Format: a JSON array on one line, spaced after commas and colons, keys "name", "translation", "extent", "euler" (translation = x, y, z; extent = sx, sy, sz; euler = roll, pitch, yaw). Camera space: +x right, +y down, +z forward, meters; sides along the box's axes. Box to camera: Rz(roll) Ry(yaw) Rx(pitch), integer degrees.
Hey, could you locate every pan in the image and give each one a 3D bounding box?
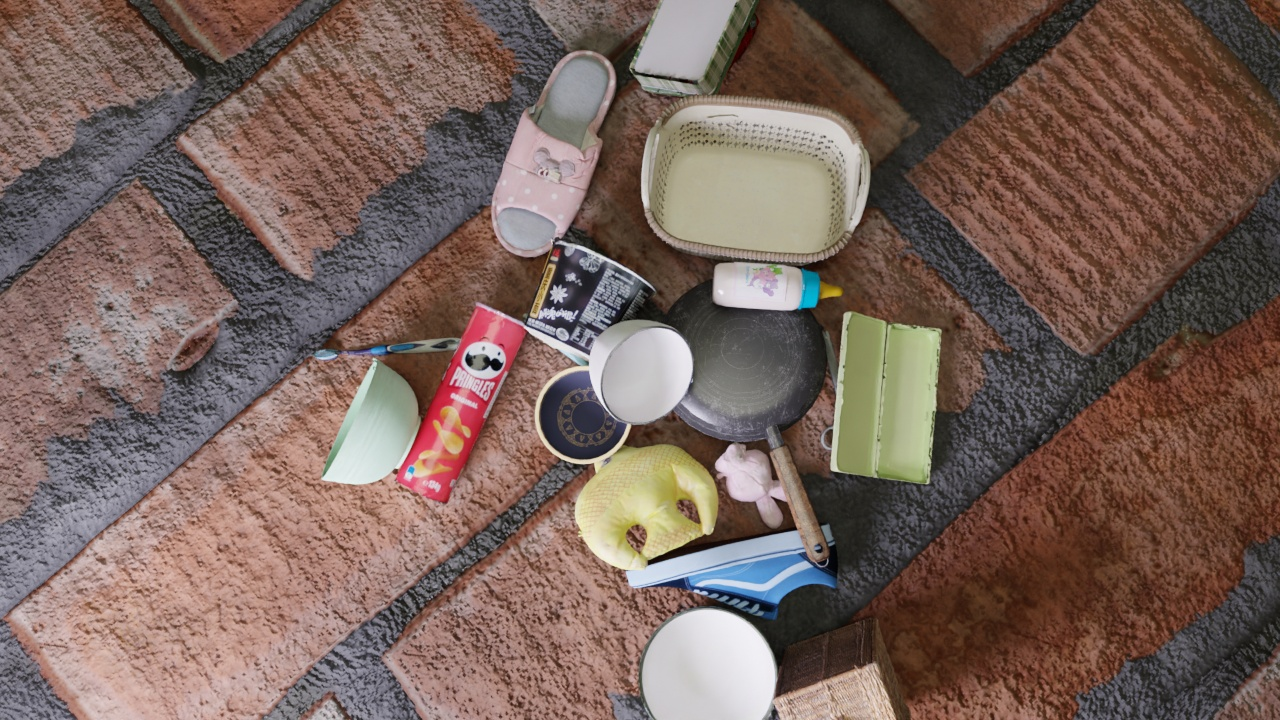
[{"name": "pan", "translation": [0.142, 0.061, 1.039], "extent": [0.207, 0.040, 0.356], "euler": [-20, 74, -4]}]

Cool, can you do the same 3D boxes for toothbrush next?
[{"name": "toothbrush", "translation": [-0.310, -0.014, 1.128], "extent": [0.189, 0.017, 0.016], "euler": [-5, 82, 3]}, {"name": "toothbrush", "translation": [-0.073, -0.001, 1.115], "extent": [0.180, 0.016, 0.016], "euler": [38, 82, 8]}]

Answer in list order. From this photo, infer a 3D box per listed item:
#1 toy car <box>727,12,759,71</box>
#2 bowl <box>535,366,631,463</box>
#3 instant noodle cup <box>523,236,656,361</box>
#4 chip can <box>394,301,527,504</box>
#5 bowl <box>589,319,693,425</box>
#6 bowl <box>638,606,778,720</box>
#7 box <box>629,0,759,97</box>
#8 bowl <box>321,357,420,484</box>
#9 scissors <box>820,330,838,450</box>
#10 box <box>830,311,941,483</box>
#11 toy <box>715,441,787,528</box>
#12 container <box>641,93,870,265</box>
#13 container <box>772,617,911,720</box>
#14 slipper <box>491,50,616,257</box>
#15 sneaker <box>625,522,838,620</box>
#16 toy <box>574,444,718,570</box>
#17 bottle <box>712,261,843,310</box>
[{"name": "toy car", "translation": [0.111, -0.393, 1.137], "extent": [0.042, 0.036, 0.091], "euler": [30, 84, 35]}, {"name": "bowl", "translation": [-0.064, 0.066, 1.082], "extent": [0.112, 0.061, 0.112], "euler": [0, 83, 3]}, {"name": "instant noodle cup", "translation": [-0.065, -0.062, 1.060], "extent": [0.137, 0.137, 0.112], "euler": [26, 85, 6]}, {"name": "chip can", "translation": [-0.211, 0.050, 1.088], "extent": [0.073, 0.073, 0.233], "euler": [24, 86, 6]}, {"name": "bowl", "translation": [-0.006, 0.006, 1.008], "extent": [0.116, 0.066, 0.116], "euler": [-12, 116, -25]}, {"name": "bowl", "translation": [0.076, 0.351, 1.035], "extent": [0.153, 0.073, 0.153], "euler": [0, 83, 4]}, {"name": "box", "translation": [0.077, -0.420, 1.119], "extent": [0.118, 0.050, 0.205], "euler": [18, 83, 31]}, {"name": "bowl", "translation": [-0.304, 0.080, 1.063], "extent": [0.077, 0.151, 0.151], "euler": [25, 85, -19]}, {"name": "scissors", "translation": [0.249, 0.045, 1.092], "extent": [0.095, 0.014, 0.170], "euler": [8, 86, 3]}, {"name": "box", "translation": [0.283, 0.044, 1.068], "extent": [0.141, 0.044, 0.187], "euler": [8, 82, -22]}, {"name": "toy", "translation": [0.136, 0.143, 1.071], "extent": [0.110, 0.047, 0.063], "euler": [42, 90, -3]}, {"name": "container", "translation": [0.128, -0.197, 1.062], "extent": [0.246, 0.143, 0.184], "euler": [8, 83, 4]}, {"name": "container", "translation": [0.215, 0.360, 0.964], "extent": [0.113, 0.198, 0.113], "euler": [-20, 83, 12]}, {"name": "slipper", "translation": [-0.106, -0.258, 1.127], "extent": [0.114, 0.054, 0.274], "euler": [19, 84, 5]}, {"name": "sneaker", "translation": [0.108, 0.253, 1.042], "extent": [0.241, 0.083, 0.098], "euler": [-10, 83, -1]}, {"name": "toy", "translation": [0.000, 0.159, 1.052], "extent": [0.170, 0.065, 0.155], "euler": [-26, 56, -19]}, {"name": "bottle", "translation": [0.155, -0.082, 1.032], "extent": [0.146, 0.051, 0.051], "euler": [4, 83, 2]}]
